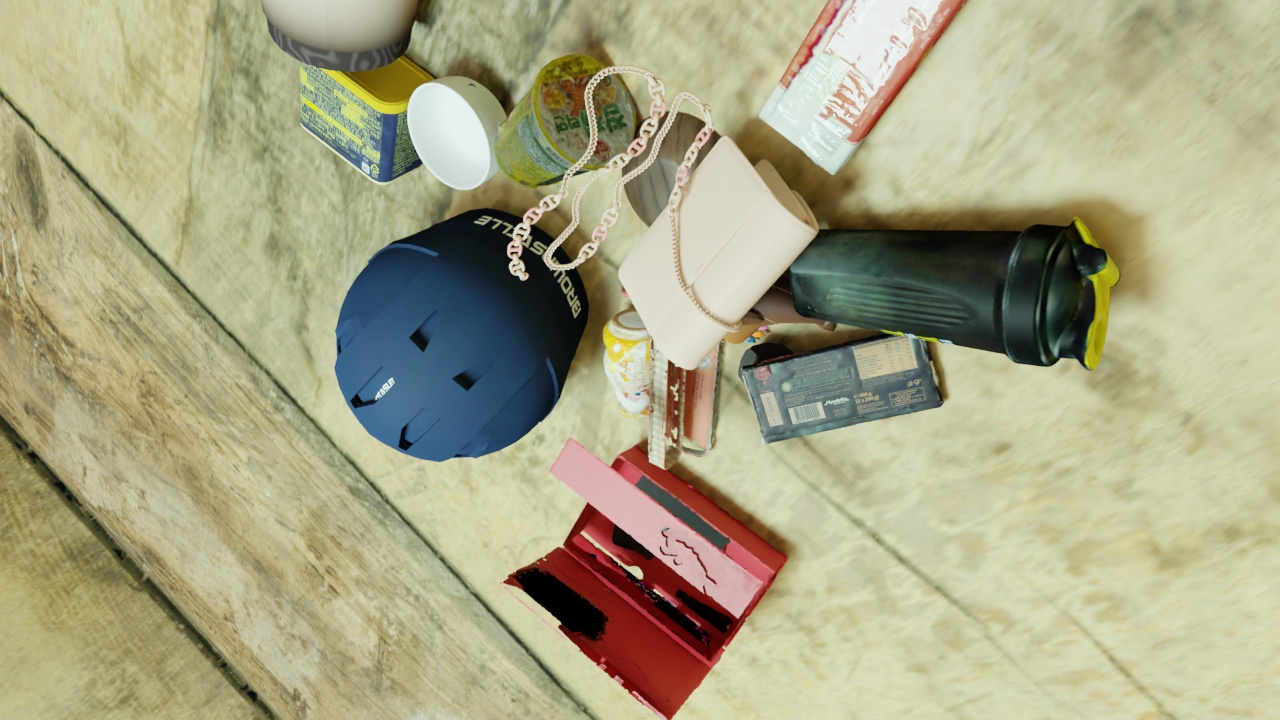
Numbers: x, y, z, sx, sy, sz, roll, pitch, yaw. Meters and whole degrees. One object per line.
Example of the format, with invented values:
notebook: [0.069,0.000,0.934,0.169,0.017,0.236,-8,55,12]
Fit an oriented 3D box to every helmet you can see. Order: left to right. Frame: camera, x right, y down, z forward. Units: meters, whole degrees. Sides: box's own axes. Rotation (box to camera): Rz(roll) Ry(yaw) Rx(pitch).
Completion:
helmet: [-0.195,-0.002,0.902,0.232,0.222,0.273,44,129,-10]

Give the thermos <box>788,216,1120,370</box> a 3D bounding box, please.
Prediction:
thermos: [0.219,-0.055,0.662,0.221,0.097,0.098,11,126,41]

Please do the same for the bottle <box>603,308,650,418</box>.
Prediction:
bottle: [-0.005,0.005,0.902,0.063,0.063,0.109,21,129,27]

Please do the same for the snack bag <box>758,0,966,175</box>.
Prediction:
snack bag: [0.164,-0.232,0.614,0.077,0.041,0.226,41,135,8]

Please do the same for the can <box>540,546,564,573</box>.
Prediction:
can: [-0.079,0.288,1.172,0.096,0.053,0.054,43,137,7]

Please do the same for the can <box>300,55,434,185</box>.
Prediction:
can: [-0.281,-0.261,0.933,0.135,0.075,0.105,37,139,13]

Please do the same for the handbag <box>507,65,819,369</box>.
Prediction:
handbag: [0.011,-0.087,0.697,0.199,0.187,0.116,-50,42,27]

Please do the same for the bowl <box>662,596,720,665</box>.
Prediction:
bowl: [0.038,0.349,1.125,0.114,0.045,0.114,21,131,27]

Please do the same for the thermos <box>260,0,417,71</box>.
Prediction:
thermos: [-0.254,-0.376,0.769,0.173,0.172,0.227,37,142,13]

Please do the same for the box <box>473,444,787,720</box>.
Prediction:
box: [-0.045,0.307,0.967,0.211,0.409,0.107,36,174,15]

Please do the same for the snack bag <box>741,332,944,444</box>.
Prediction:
snack bag: [0.167,0.022,0.763,0.155,0.018,0.075,-13,111,17]

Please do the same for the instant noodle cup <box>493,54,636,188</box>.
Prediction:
instant noodle cup: [-0.072,-0.199,0.799,0.108,0.102,0.102,-13,110,54]

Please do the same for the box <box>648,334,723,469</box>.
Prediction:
box: [0.041,0.030,0.883,0.078,0.054,0.187,-7,128,-8]

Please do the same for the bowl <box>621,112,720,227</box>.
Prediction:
bowl: [0.026,-0.150,0.788,0.119,0.032,0.119,21,131,27]

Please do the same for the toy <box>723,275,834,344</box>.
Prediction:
toy: [0.112,-0.037,0.800,0.103,0.070,0.090,24,150,-6]

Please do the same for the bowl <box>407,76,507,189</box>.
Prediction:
bowl: [-0.168,-0.223,0.882,0.105,0.054,0.105,22,133,26]

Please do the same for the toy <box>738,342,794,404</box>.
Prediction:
toy: [0.121,0.032,0.821,0.076,0.062,0.100,22,138,41]

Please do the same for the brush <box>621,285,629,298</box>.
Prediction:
brush: [0.053,-0.079,0.819,0.173,0.040,0.030,-15,126,42]
